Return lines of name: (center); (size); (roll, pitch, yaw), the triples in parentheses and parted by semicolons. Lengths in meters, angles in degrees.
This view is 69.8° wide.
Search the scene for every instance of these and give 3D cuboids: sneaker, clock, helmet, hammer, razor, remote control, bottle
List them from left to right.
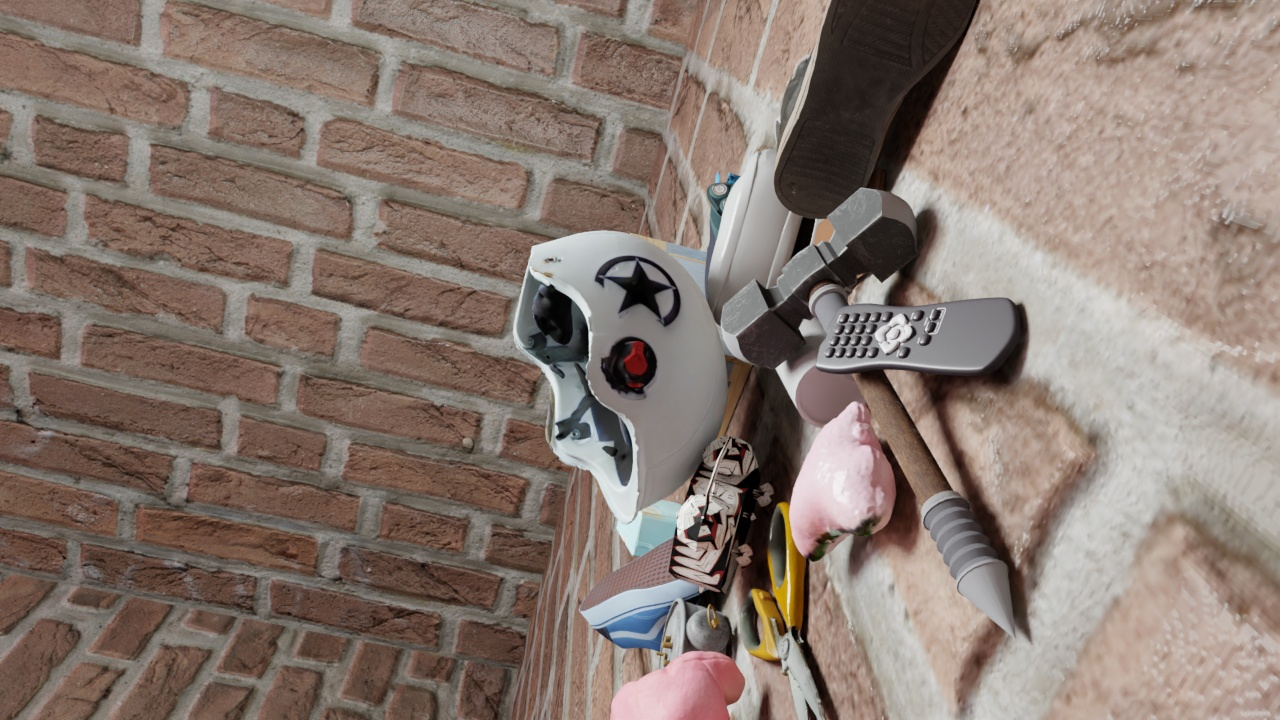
helmet: (-0.005, 0.005, 0.848); (0.237, 0.163, 0.264); (115, 133, -66)
sneaker: (0.036, 0.250, 0.955); (0.242, 0.098, 0.083); (-38, 10, 47)
clock: (0.047, 0.264, 0.833); (0.103, 0.056, 0.148); (-84, 8, -45)
razor: (0.091, -0.124, 1.011); (0.052, 0.047, 0.143); (-92, 5, -62)
clock: (0.072, 0.130, 0.774); (0.155, 0.065, 0.114); (87, -157, -49)
bottle: (0.127, -0.010, 0.719); (0.195, 0.052, 0.052); (-97, 21, -70)
sneaker: (0.169, -0.231, 0.681); (0.119, 0.095, 0.235); (-76, 2, -53)
hammer: (0.138, 0.023, 0.522); (0.156, 0.043, 0.321); (-41, 32, 19)
remote control: (0.148, -0.013, 0.500); (0.125, 0.009, 0.046); (1, 60, 54)

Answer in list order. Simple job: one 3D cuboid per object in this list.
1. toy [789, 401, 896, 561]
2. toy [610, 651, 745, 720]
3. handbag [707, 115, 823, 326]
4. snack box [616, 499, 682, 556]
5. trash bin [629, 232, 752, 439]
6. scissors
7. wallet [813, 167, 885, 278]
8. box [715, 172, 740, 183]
toy: (0.126, 0.075, 0.577); (0.103, 0.050, 0.093); (125, 161, -60)
toy: (0.034, 0.305, 0.627); (0.142, 0.084, 0.213); (-43, 30, 16)
handbag: (0.132, -0.132, 0.933); (0.222, 0.095, 0.216); (-50, -24, -77)
snack box: (0.021, 0.198, 1.085); (0.175, 0.075, 0.053); (-174, 96, -83)
trash bin: (0.035, -0.022, 1.101); (0.246, 0.142, 0.143); (-88, 13, -58)
scissors: (0.102, 0.207, 0.664); (0.225, 0.016, 0.162); (-87, 12, -57)
wallet: (0.163, -0.094, 0.746); (0.121, 0.013, 0.087); (132, 150, -72)
box: (0.106, -0.175, 1.136); (0.231, 0.048, 0.093); (-80, 6, -70)
